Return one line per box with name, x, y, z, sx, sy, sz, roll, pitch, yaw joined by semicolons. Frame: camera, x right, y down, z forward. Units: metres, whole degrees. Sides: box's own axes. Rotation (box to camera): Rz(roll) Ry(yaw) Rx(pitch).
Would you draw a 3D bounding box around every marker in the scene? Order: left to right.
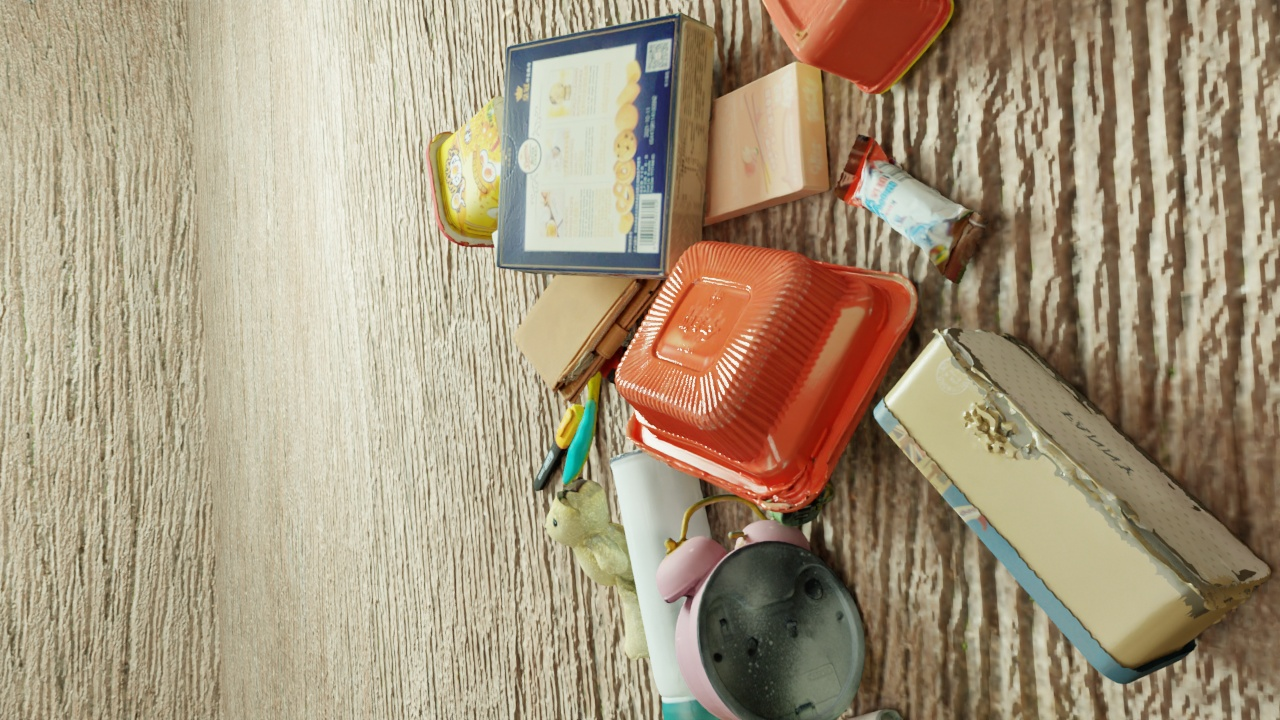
marker;-0.081;0.087;0.887;0.124;0.015;0.018;-61;42;39

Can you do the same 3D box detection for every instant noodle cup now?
instant noodle cup;-0.121;-0.173;0.839;0.124;0.115;0.116;-28;69;52
instant noodle cup;0.062;-0.005;0.579;0.189;0.079;0.164;18;76;52

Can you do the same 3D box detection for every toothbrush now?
toothbrush;0.098;0.275;0.637;0.222;0.026;0.026;-42;33;47

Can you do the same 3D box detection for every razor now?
razor;-0.052;0.049;0.831;0.043;0.028;0.132;16;100;40

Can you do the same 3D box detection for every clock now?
clock;0.073;0.162;0.593;0.060;0.117;0.158;-47;57;59

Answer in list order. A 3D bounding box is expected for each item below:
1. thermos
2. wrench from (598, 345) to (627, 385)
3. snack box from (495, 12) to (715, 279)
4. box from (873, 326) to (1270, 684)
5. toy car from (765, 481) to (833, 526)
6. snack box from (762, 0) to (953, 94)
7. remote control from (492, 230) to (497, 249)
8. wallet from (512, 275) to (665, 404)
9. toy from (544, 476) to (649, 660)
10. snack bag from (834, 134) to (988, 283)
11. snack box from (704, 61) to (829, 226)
thermos;0.033;0.177;0.691;0.073;0.073;0.224;-28;69;52
wrench;-0.005;0.004;0.754;0.274;0.016;0.056;29;91;46
snack box;-0.032;-0.154;0.697;0.183;0.045;0.178;8;96;40
box;0.199;0.063;0.430;0.063;0.089;0.184;-57;47;30
toy car;0.104;0.063;0.602;0.036;0.043;0.091;24;111;52
snack box;0.121;-0.212;0.531;0.082;0.080;0.091;-49;54;43
remote control;-0.068;-0.126;0.796;0.135;0.056;0.019;-24;76;39
wallet;-0.047;-0.042;0.780;0.132;0.031;0.108;-54;45;11
toy;-0.026;0.171;0.754;0.066;0.105;0.157;-27;88;10
snack bag;0.156;-0.090;0.536;0.104;0.026;0.048;54;144;38
snack box;0.067;-0.146;0.656;0.158;0.026;0.084;-6;87;54
